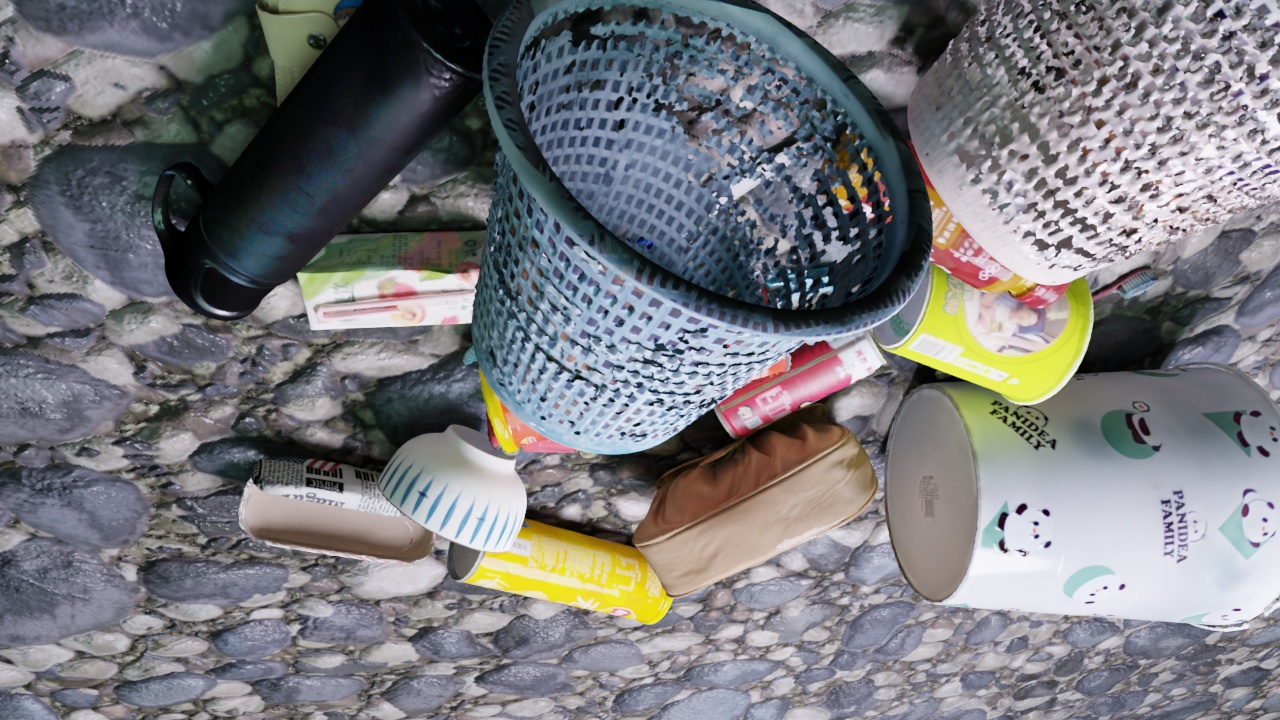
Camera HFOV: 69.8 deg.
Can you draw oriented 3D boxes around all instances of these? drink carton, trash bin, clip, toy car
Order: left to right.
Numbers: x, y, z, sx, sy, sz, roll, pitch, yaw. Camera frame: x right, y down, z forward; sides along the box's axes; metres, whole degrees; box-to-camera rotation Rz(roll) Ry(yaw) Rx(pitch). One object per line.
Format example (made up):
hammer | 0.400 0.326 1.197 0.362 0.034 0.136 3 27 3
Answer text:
drink carton | -0.157 -0.051 0.599 0.122 0.045 0.054 -3 137 -10
toy car | -0.068 0.049 0.723 0.106 0.049 0.031 5 136 -17
trash bin | 0.003 -0.057 0.491 0.226 0.226 0.196 9 145 -22
clip | 0.119 -0.057 0.683 0.056 0.013 0.039 -14 138 1
trash bin | 0.360 0.111 0.777 0.252 0.229 0.230 2 135 -7
trash bin | 0.265 -0.150 0.494 0.227 0.227 0.193 20 140 -30

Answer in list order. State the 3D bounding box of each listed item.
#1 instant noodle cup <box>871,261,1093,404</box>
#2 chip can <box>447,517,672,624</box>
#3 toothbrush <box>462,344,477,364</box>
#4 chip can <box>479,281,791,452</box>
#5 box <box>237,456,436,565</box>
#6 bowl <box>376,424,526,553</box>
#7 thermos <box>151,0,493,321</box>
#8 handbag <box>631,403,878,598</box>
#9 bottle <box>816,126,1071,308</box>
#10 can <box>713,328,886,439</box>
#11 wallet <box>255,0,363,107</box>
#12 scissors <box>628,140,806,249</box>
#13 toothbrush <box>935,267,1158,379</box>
instant noodle cup | 0.242 -0.034 0.676 0.123 0.111 0.112 13 132 -14
chip can | -0.069 0.193 0.857 0.213 0.072 0.072 22 127 -32
toothbrush | -0.057 -0.070 0.617 0.026 0.027 0.225 46 121 3
chip can | -0.004 0.004 0.668 0.216 0.073 0.073 -16 137 -3
box | -0.232 0.116 0.737 0.162 0.076 0.088 17 153 -25
bowl | -0.138 0.092 0.718 0.116 0.116 0.066 27 93 -35
thermos | -0.183 -0.112 0.492 0.243 0.068 0.090 -32 114 31
handbag | 0.092 0.111 0.773 0.205 0.147 0.100 -29 95 16
bottle | 0.201 -0.091 0.597 0.175 0.057 0.058 28 126 -12
can | 0.122 0.010 0.724 0.133 0.053 0.053 -28 135 16
wallet | -0.157 -0.175 0.487 0.087 0.024 0.115 2 138 -11
scissors | 0.037 -0.109 0.611 0.108 0.012 0.175 19 127 -30
toothbrush | 0.334 -0.027 0.762 0.188 0.017 0.016 -28 134 15
